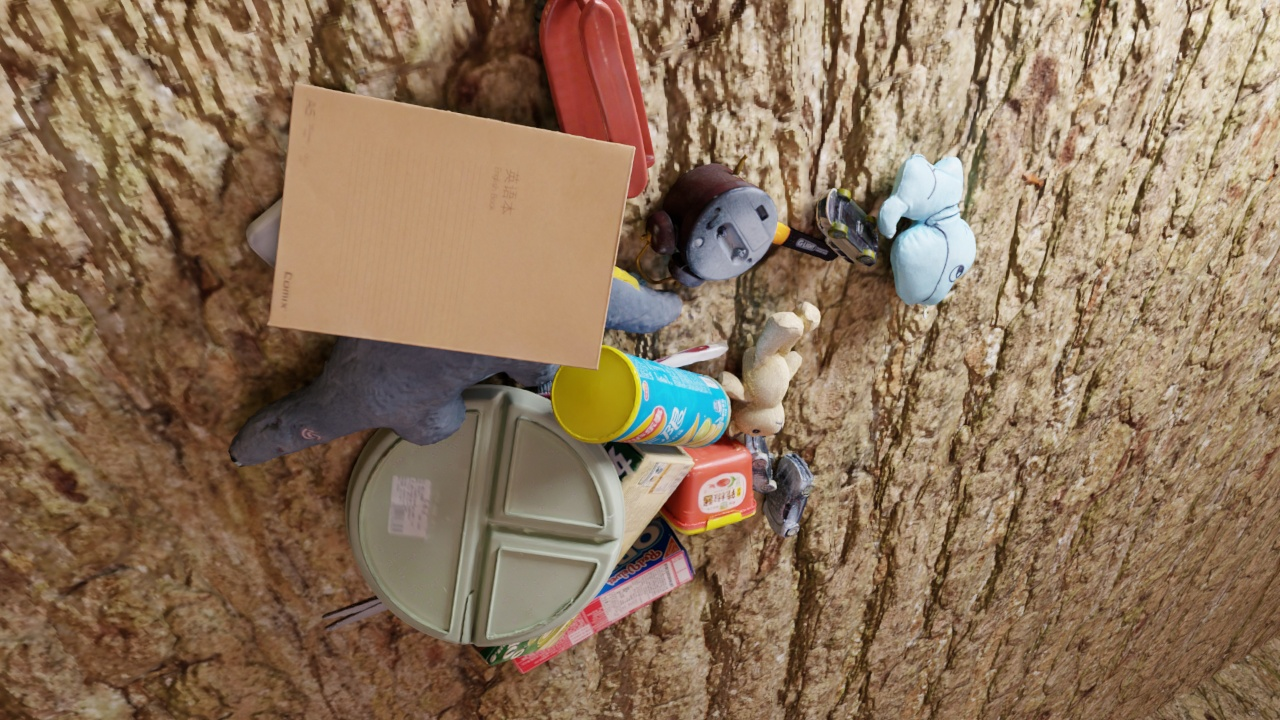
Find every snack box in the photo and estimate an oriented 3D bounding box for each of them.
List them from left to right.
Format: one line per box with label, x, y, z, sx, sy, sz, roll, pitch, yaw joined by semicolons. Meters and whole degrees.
snack box;-0.059;0.163;0.836;0.240;0.063;0.114;-54;155;11
snack box;-0.048;0.242;0.953;0.207;0.057;0.058;-27;133;-10
snack box;0.063;0.117;0.906;0.091;0.082;0.080;-12;118;-25

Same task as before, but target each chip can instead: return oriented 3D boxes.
chip can;0.008;0.035;0.750;0.071;0.071;0.210;-48;158;11

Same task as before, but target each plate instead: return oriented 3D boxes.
plate;-0.126;0.133;0.746;0.230;0.027;0.230;-1;103;-3

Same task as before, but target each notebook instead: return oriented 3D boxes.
notebook;-0.119;-0.080;0.583;0.211;0.012;0.149;8;101;-11

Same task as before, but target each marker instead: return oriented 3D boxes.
marker;0.133;-0.106;0.803;0.123;0.015;0.018;12;123;-40

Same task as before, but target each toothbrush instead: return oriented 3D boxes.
toothbrush;-0.005;0.005;0.810;0.187;0.016;0.017;-13;122;-22

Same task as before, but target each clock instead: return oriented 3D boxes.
clock;0.051;-0.103;0.725;0.122;0.055;0.082;-38;137;3

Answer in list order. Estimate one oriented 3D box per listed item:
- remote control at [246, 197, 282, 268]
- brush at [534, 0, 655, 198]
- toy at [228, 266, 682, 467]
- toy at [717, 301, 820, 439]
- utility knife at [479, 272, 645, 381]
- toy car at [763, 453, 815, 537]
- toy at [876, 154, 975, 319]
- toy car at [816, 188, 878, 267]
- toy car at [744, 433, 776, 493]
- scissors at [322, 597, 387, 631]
remote control;-0.189;-0.107;0.597;0.136;0.020;0.056;-39;137;2
brush;-0.028;-0.178;0.602;0.063;0.069;0.146;-26;135;-13
toy;-0.131;-0.015;0.663;0.356;0.091;0.138;-22;143;-13
toy;0.124;0.011;0.858;0.104;0.066;0.158;-24;146;-37
utility knife;-0.067;-0.032;0.738;0.160;0.018;0.034;-27;121;-11
toy car;0.160;0.151;1.011;0.031;0.049;0.106;-6;128;-23
toy;0.268;-0.113;0.854;0.161;0.050;0.156;-8;119;-37
toy car;0.179;-0.115;0.804;0.035;0.042;0.090;-9;154;37
toy car;0.121;0.104;0.954;0.034;0.042;0.091;-4;142;15
scissors;-0.211;0.210;0.857;0.173;0.012;0.126;6;124;-34
